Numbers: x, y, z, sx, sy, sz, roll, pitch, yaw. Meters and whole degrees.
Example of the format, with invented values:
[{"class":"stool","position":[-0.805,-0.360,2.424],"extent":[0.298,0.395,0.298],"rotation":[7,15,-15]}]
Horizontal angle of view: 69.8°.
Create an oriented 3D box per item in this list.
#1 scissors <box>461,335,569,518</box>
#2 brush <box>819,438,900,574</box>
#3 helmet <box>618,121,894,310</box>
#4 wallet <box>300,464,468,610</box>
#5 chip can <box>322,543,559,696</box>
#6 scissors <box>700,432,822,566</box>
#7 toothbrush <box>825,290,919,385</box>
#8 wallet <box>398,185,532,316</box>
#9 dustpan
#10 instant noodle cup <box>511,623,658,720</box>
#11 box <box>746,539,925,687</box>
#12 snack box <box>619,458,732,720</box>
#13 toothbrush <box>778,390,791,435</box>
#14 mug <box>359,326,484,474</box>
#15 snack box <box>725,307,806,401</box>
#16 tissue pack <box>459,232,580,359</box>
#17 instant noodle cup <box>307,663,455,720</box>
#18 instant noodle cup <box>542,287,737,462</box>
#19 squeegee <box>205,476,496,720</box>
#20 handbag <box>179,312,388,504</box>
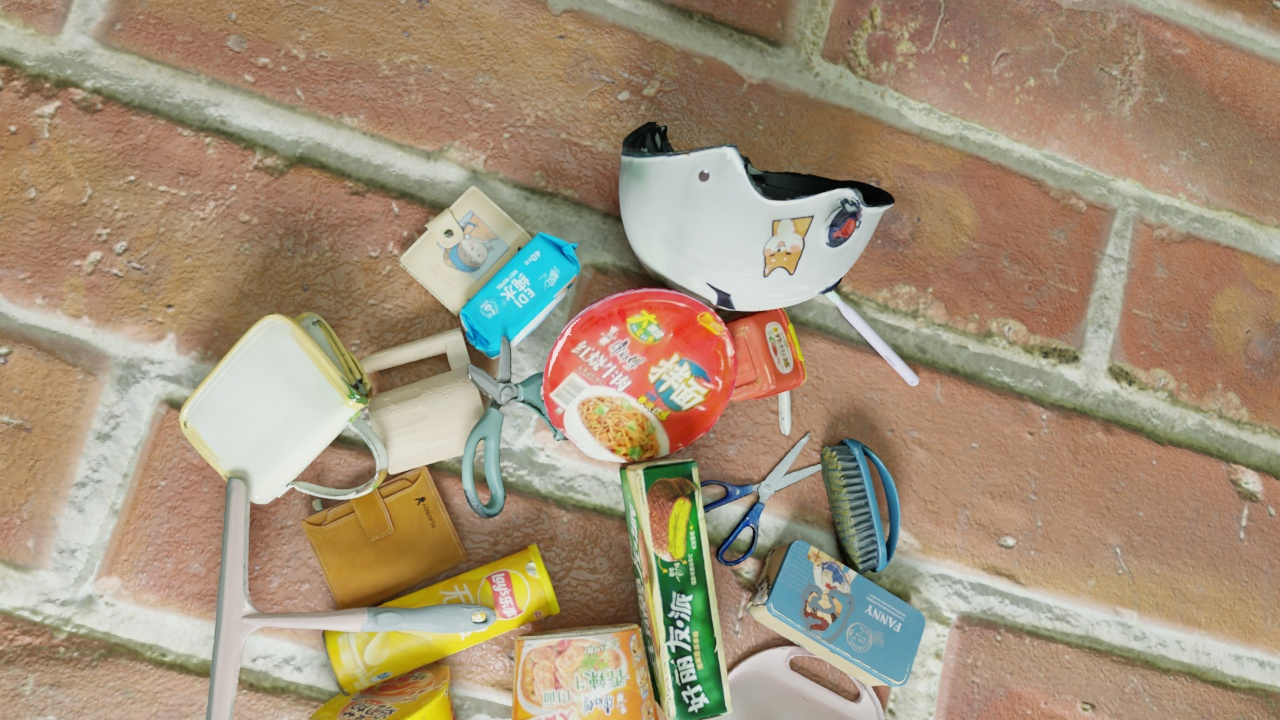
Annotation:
[{"class":"scissors","position":[-0.122,0.073,0.872],"extent":[0.019,0.170,0.179],"rotation":[6,68,34]},{"class":"brush","position":[0.237,0.152,0.971],"extent":[0.073,0.055,0.144],"rotation":[-12,86,-14]},{"class":"helmet","position":[0.100,-0.127,0.903],"extent":[0.273,0.230,0.157],"rotation":[8,107,-29]},{"class":"wallet","position":[-0.251,0.169,0.895],"extent":[0.130,0.035,0.119],"rotation":[-25,96,-11]},{"class":"chip can","position":[-0.187,0.247,0.878],"extent":[0.213,0.072,0.072],"rotation":[-20,88,-11]},{"class":"scissors","position":[0.126,0.149,0.974],"extent":[0.165,0.012,0.157],"rotation":[3,82,-11]},{"class":"toothbrush","position":[0.239,-0.040,1.008],"extent":[0.189,0.029,0.021],"rotation":[44,41,-4]},{"class":"wallet","position":[-0.181,-0.115,0.939],"extent":[0.087,0.024,0.115],"rotation":[44,80,-9]},{"class":"dustpan","position":[0.139,0.444,0.949],"extent":[0.222,0.138,0.274],"rotation":[31,108,-7]},{"class":"instant noodle cup","position":[-0.055,0.310,0.862],"extent":[0.151,0.151,0.111],"rotation":[-3,77,-11]},{"class":"box","position":[0.205,0.264,0.943],"extent":[0.184,0.059,0.089],"rotation":[29,64,-5]},{"class":"snack box","position":[0.032,0.217,0.897],"extent":[0.063,0.114,0.240],"rotation":[-7,86,-10]},{"class":"toothbrush","position":[0.156,-0.013,0.993],"extent":[0.017,0.016,0.187],"rotation":[0,84,-20]},{"class":"mug","position":[-0.208,0.039,0.891],"extent":[0.103,0.084,0.124],"rotation":[-17,79,-10]},{"class":"snack box","position":[0.115,-0.004,0.944],"extent":[0.080,0.082,0.091],"rotation":[-16,86,-55]},{"class":"tissue pack","position":[-0.119,-0.062,0.910],"extent":[0.063,0.090,0.140],"rotation":[45,79,-4]},{"class":"instant noodle cup","position":[-0.223,0.359,0.833],"extent":[0.138,0.138,0.110],"rotation":[-19,96,-12]},{"class":"instant noodle cup","position":[-0.005,0.005,0.907],"extent":[0.193,0.065,0.194],"rotation":[-6,120,-11]},{"class":"squeegee","position":[-0.253,0.229,0.814],"extent":[0.249,0.040,0.247],"rotation":[2,80,-8]},{"class":"handbag","position":[-0.313,0.062,0.847],"extent":[0.164,0.063,0.178],"rotation":[-42,86,16]}]
